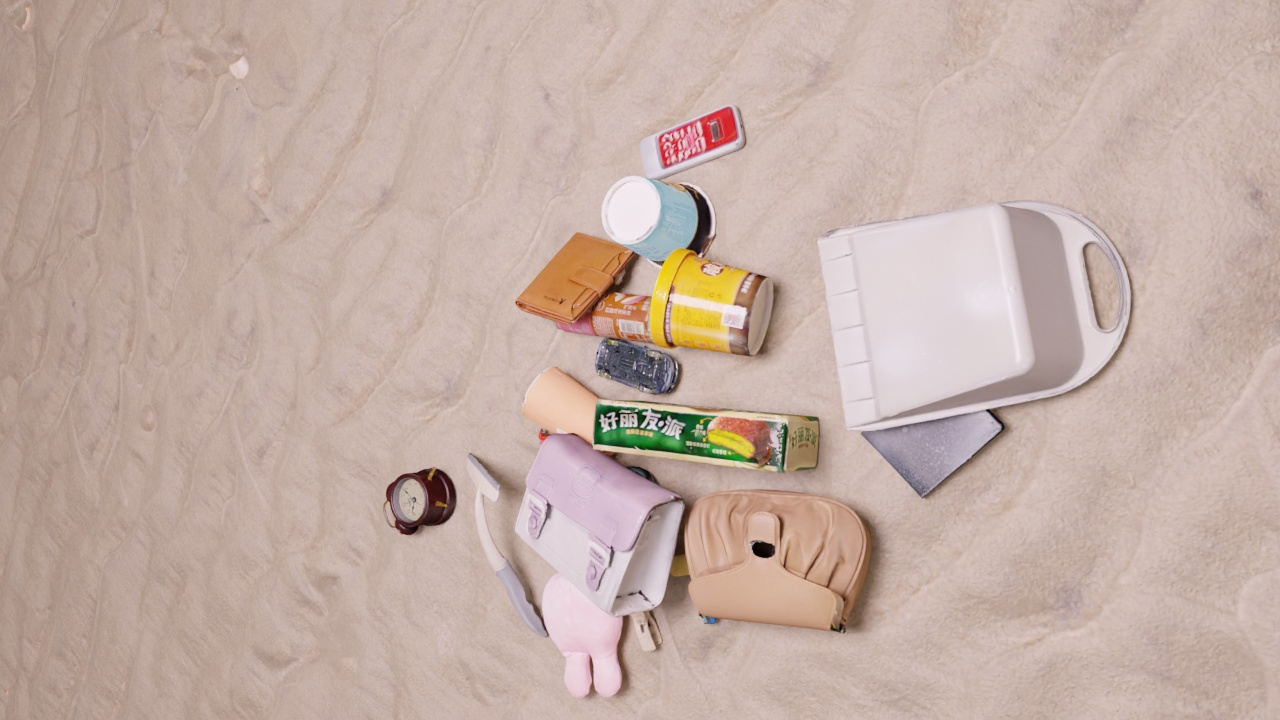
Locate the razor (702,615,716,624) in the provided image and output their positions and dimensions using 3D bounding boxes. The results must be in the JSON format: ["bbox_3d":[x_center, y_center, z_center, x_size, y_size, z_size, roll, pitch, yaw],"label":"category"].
[{"bbox_3d":[0.134,0.274,1.068,0.143,0.022,0.043,-16,105,23],"label":"razor"}]

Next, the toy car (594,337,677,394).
[{"bbox_3d":[-0.007,0.007,1.149,0.121,0.036,0.054,17,98,38],"label":"toy car"}]

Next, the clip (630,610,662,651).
[{"bbox_3d":[0.002,0.300,1.143,0.035,0.089,0.104,-25,107,25],"label":"clip"}]

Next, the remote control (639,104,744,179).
[{"bbox_3d":[0.062,-0.267,1.129,0.136,0.020,0.056,-15,82,27],"label":"remote control"}]

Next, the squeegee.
[{"bbox_3d":[-0.178,0.256,1.191,0.039,0.247,0.246,-22,101,-16],"label":"squeegee"}]

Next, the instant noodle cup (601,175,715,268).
[{"bbox_3d":[0.017,-0.169,1.092,0.111,0.120,0.111,-1,87,28],"label":"instant noodle cup"}]

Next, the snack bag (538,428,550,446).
[{"bbox_3d":[-0.120,0.143,1.210,0.045,0.026,0.105,4,92,27],"label":"snack bag"}]

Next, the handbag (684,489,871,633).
[{"bbox_3d":[0.146,0.216,1.008,0.205,0.099,0.147,0,75,22],"label":"handbag"}]

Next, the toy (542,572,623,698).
[{"bbox_3d":[-0.072,0.344,1.160,0.122,0.054,0.159,-15,80,35],"label":"toy"}]

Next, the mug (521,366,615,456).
[{"bbox_3d":[-0.080,0.070,1.166,0.123,0.078,0.078,31,102,22],"label":"mug"}]

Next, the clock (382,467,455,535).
[{"bbox_3d":[-0.319,0.200,1.301,0.122,0.055,0.082,-28,75,27],"label":"clock"}]

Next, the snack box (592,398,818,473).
[{"bbox_3d":[0.073,0.084,1.056,0.240,0.114,0.063,4,89,29],"label":"snack box"}]

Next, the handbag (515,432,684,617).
[{"bbox_3d":[-0.052,0.184,1.064,0.197,0.098,0.145,28,106,43],"label":"handbag"}]

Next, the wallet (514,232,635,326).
[{"bbox_3d":[-0.081,-0.102,1.151,0.108,0.031,0.131,20,61,37],"label":"wallet"}]

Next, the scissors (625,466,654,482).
[{"bbox_3d":[-0.046,0.217,1.144,0.175,0.019,0.176,-31,51,23],"label":"scissors"}]

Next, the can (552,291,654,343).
[{"bbox_3d":[-0.038,-0.057,1.154,0.147,0.057,0.058,9,92,29],"label":"can"}]

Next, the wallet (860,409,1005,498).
[{"bbox_3d":[0.307,0.074,0.971,0.097,0.019,0.121,49,119,17],"label":"wallet"}]

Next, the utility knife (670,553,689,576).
[{"bbox_3d":[0.088,0.235,1.095,0.175,0.019,0.031,-15,75,20],"label":"utility knife"}]

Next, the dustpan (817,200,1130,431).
[{"bbox_3d":[0.343,-0.053,0.944,0.258,0.142,0.222,-16,76,46],"label":"dustpan"}]

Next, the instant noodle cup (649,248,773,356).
[{"bbox_3d":[0.085,-0.061,1.059,0.114,0.118,0.118,14,95,21],"label":"instant noodle cup"}]
